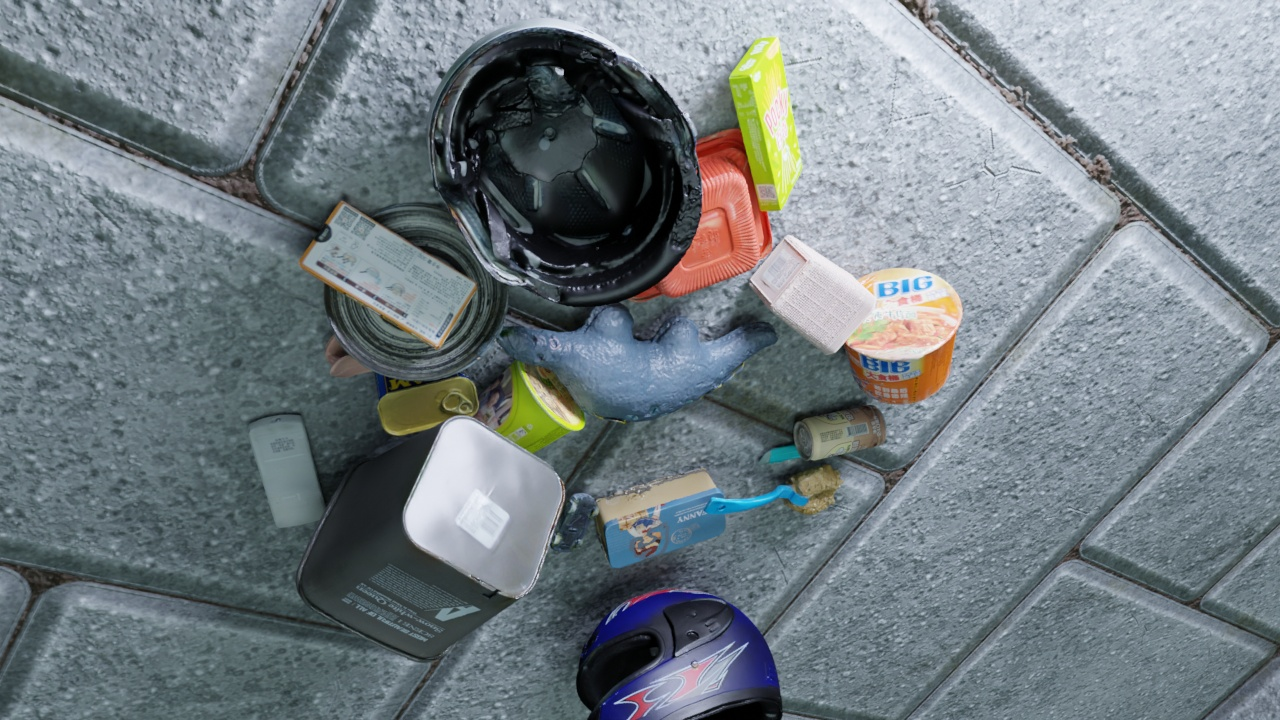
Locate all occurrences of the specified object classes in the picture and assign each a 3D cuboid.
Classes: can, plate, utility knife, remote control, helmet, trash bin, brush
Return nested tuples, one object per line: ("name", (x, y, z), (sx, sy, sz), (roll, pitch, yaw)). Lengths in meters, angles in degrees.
("can", (0.273, 0.099, 1.253), (0.116, 0.058, 0.059), (-11, 126, -15))
("plate", (-0.222, -0.066, 0.915), (0.179, 0.024, 0.179), (1, 83, -12))
("utility knife", (0.249, 0.122, 1.289), (0.181, 0.013, 0.029), (-8, 128, -15))
("remote control", (-0.394, 0.125, 1.028), (0.058, 0.021, 0.150), (-10, 126, -15))
("helmet", (-0.077, -0.193, 0.852), (0.230, 0.156, 0.274), (-37, 131, 10))
("helmet", (0.030, 0.445, 1.272), (0.314, 0.240, 0.248), (-5, 126, -32))
("trash bin", (-0.211, 0.183, 0.963), (0.199, 0.198, 0.220), (35, 139, -21))
("can", (-0.233, 0.027, 0.986), (0.102, 0.083, 0.057), (-14, 127, -13))
("brush", (-0.253, -0.021, 0.952), (0.145, 0.073, 0.063), (-15, 129, -13))
("brush", (0.185, 0.187, 1.256), (0.254, 0.046, 0.083), (-1, 132, -41))

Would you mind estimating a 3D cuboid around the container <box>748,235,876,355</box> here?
("container", (0.199, -0.080, 1.084), (0.111, 0.090, 0.090), (30, 108, -32))

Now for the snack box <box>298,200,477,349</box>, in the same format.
("snack box", (-0.242, -0.081, 0.886), (0.153, 0.026, 0.075), (32, 78, -8))

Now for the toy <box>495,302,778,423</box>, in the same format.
("toy", (-0.006, 0.006, 1.055), (0.355, 0.091, 0.138), (2, 121, -29))

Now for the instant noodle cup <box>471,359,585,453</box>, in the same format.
("instant noodle cup", (-0.145, 0.066, 1.041), (0.124, 0.111, 0.111), (-36, 129, 16))

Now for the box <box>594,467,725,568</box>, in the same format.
("box", (0.032, 0.209, 1.232), (0.184, 0.061, 0.090), (-16, 128, -9))

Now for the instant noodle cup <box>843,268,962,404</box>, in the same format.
("instant noodle cup", (0.321, -0.024, 1.140), (0.151, 0.151, 0.111), (-26, 137, -4))

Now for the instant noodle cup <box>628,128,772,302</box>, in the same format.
("instant noodle cup", (0.054, -0.145, 0.987), (0.189, 0.079, 0.165), (-21, 124, -2))

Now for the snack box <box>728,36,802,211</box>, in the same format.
("snack box", (0.133, -0.243, 0.952), (0.026, 0.085, 0.156), (4, 134, 28))

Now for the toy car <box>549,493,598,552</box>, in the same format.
("toy car", (-0.089, 0.212, 1.202), (0.043, 0.034, 0.091), (15, 114, -27))
